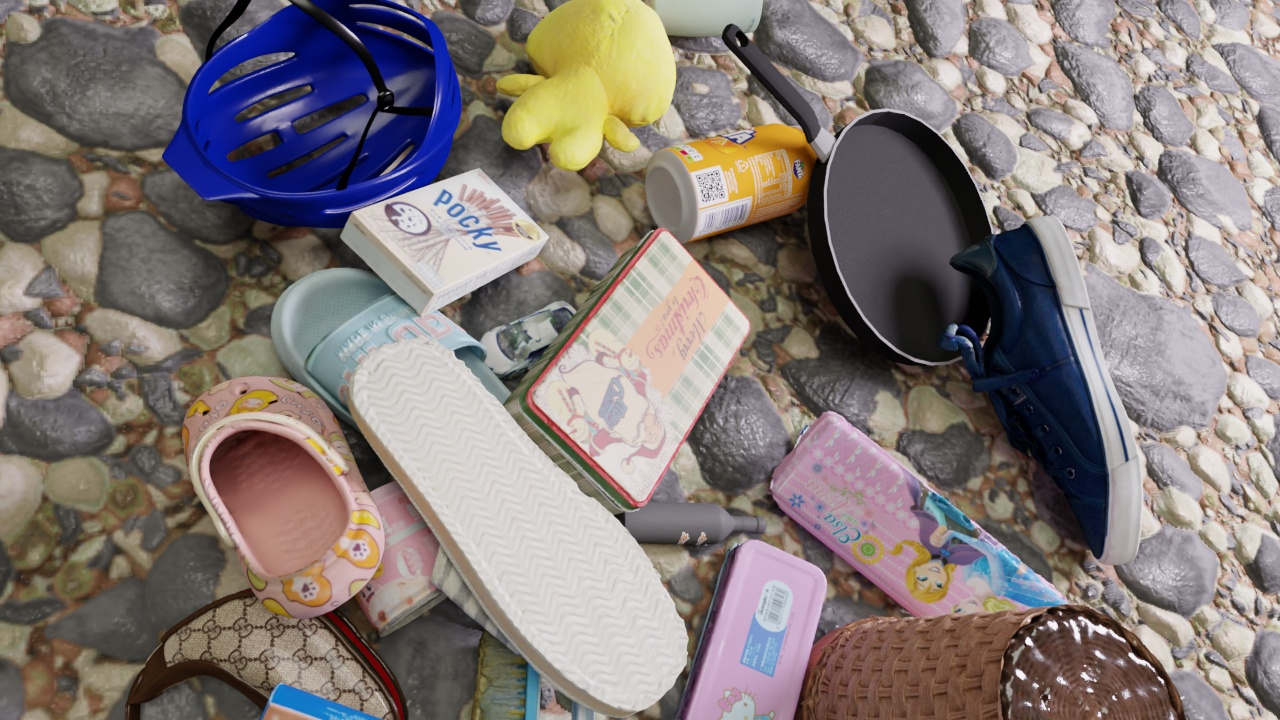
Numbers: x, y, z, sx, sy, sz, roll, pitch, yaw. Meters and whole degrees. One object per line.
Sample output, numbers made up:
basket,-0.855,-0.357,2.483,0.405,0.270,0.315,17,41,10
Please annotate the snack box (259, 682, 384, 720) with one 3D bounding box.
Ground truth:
snack box,-0.144,0.244,0.492,0.151,0.034,0.087,25,86,-10

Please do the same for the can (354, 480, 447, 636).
can,-0.155,0.123,0.579,0.067,0.067,0.076,-30,79,-28

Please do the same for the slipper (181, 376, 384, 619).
slipper,-0.218,0.061,0.537,0.093,0.082,0.197,-36,50,-17

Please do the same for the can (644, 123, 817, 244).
can,0.079,-0.152,0.778,0.142,0.079,0.079,-19,74,-25

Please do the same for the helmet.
helmet,-0.203,-0.193,0.615,0.148,0.228,0.240,44,57,4

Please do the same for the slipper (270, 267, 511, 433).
slipper,-0.141,0.023,0.627,0.245,0.074,0.103,44,60,2

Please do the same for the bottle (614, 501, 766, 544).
bottle,0.039,0.119,0.668,0.113,0.030,0.030,4,65,-17

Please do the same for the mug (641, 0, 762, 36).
mug,0.048,-0.354,0.867,0.104,0.084,0.111,-10,42,-10

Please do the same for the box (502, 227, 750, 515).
box,-0.004,0.004,0.666,0.117,0.050,0.204,49,50,-15

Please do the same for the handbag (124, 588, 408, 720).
handbag,-0.213,0.217,0.530,0.138,0.063,0.166,-41,89,-12

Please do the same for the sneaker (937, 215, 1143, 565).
sneaker,0.325,0.033,0.768,0.127,0.120,0.294,-16,83,10

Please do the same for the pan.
pan,0.184,-0.144,0.770,0.356,0.034,0.224,40,60,-22

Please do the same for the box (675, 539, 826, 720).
box,0.067,0.230,0.626,0.076,0.036,0.213,24,61,-3

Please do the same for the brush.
brush,-0.067,0.233,0.565,0.075,0.055,0.135,6,65,-11

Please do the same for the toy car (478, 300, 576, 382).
toy car,-0.082,-0.016,0.691,0.089,0.027,0.038,-27,79,-27

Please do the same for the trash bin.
trash bin,0.204,0.223,0.573,0.151,0.211,0.151,8,63,-16

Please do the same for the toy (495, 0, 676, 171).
toy,-0.041,-0.236,0.770,0.134,0.092,0.207,29,63,-1

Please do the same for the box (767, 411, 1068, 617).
box,0.207,0.136,0.714,0.230,0.077,0.085,39,97,1

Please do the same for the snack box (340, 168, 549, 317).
snack box,-0.138,-0.091,0.673,0.082,0.026,0.149,43,35,4

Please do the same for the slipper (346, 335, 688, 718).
slipper,-0.079,0.102,0.565,0.272,0.054,0.114,49,42,0
